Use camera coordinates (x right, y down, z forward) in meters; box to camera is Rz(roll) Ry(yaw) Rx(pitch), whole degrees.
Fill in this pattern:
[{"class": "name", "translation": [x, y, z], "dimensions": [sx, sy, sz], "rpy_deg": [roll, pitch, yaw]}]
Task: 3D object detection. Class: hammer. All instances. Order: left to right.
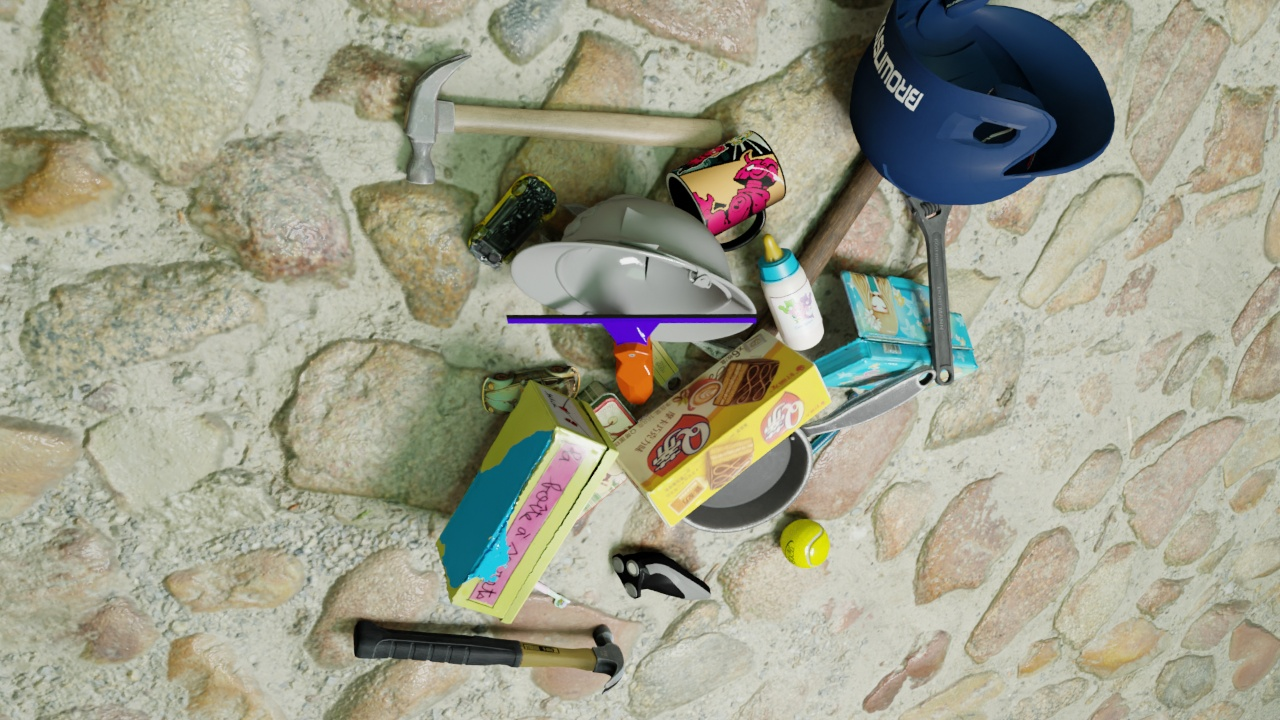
[{"class": "hammer", "translation": [-0.172, 0.350, 1.099], "dimensions": [0.332, 0.118, 0.025], "rpy_deg": [12, 106, -23]}, {"class": "hammer", "translation": [-0.065, -0.231, 0.908], "dimensions": [0.330, 0.030, 0.119], "rpy_deg": [-2, 114, -23]}, {"class": "hammer", "translation": [0.167, -0.123, 1.059], "dimensions": [0.217, 0.037, 0.301], "rpy_deg": [28, 100, -32]}]

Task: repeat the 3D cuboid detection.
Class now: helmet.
[{"class": "helmet", "translation": [0.000, -0.110, 0.918], "dimensions": [0.270, 0.184, 0.117], "rpy_deg": [20, 65, -37]}, {"class": "helmet", "translation": [0.355, -0.270, 0.959], "dimensions": [0.272, 0.231, 0.223], "rpy_deg": [-2, 155, -2]}]

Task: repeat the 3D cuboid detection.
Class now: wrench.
[{"class": "wrench", "translation": [-0.021, -0.058, 1.014], "dimensions": [0.083, 0.018, 0.273], "rpy_deg": [-42, 123, -6]}, {"class": "wrench", "translation": [0.357, -0.106, 1.101], "dimensions": [0.073, 0.018, 0.273], "rpy_deg": [-4, 91, -17]}]

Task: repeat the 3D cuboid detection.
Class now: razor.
[{"class": "razor", "translation": [0.034, 0.281, 1.184], "dimensions": [0.156, 0.057, 0.060], "rpy_deg": [18, 77, -38]}, {"class": "razor", "translation": [0.243, 0.103, 1.211], "dimensions": [0.144, 0.022, 0.042], "rpy_deg": [-43, 86, 5]}]

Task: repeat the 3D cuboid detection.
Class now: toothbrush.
[{"class": "toothbrush", "translation": [-0.143, 0.266, 1.117], "dimensions": [0.022, 0.015, 0.154], "rpy_deg": [-28, 129, 29]}]

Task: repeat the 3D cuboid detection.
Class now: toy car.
[{"class": "toy car", "translation": [-0.129, -0.139, 0.921], "dimensions": [0.107, 0.030, 0.049], "rpy_deg": [-45, 125, 10]}, {"class": "toy car", "translation": [-0.115, 0.037, 1.002], "dimensions": [0.111, 0.047, 0.047], "rpy_deg": [-8, 120, -21]}]

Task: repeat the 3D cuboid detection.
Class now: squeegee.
[{"class": "squeegee", "translation": [-0.006, 0.006, 0.990], "dimensions": [0.249, 0.055, 0.185], "rpy_deg": [0, 156, 3]}]

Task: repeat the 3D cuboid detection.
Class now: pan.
[{"class": "pan", "translation": [0.193, 0.095, 1.124], "dimensions": [0.357, 0.055, 0.187], "rpy_deg": [-33, 125, 8]}]

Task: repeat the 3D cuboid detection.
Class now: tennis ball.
[{"class": "tennis ball", "translation": [0.223, 0.248, 1.243], "dimensions": [0.065, 0.065, 0.065], "rpy_deg": [-10, 117, -20]}]

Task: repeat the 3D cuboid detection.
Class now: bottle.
[{"class": "bottle", "translation": [0.163, -0.080, 1.025], "dimensions": [0.051, 0.051, 0.146], "rpy_deg": [-31, 121, -8]}]

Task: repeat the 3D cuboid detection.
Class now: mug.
[{"class": "mug", "translation": [0.095, -0.171, 0.979], "dimensions": [0.098, 0.082, 0.118], "rpy_deg": [-29, 131, -9]}]

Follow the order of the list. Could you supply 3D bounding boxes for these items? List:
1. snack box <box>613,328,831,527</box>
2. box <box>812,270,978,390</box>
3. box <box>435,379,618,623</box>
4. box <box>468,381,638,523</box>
[{"class": "snack box", "translation": [0.087, 0.072, 1.020], "dimensions": [0.230, 0.110, 0.062], "rpy_deg": [-37, 125, -7]}, {"class": "box", "translation": [0.309, -0.034, 1.148], "dimensions": [0.226, 0.098, 0.121], "rpy_deg": [3, 69, -37]}, {"class": "box", "translation": [-0.123, 0.145, 0.951], "dimensions": [0.080, 0.124, 0.221], "rpy_deg": [24, 101, -28]}, {"class": "box", "translation": [-0.088, 0.128, 1.058], "dimensions": [0.205, 0.049, 0.118], "rpy_deg": [-38, 122, -2]}]
